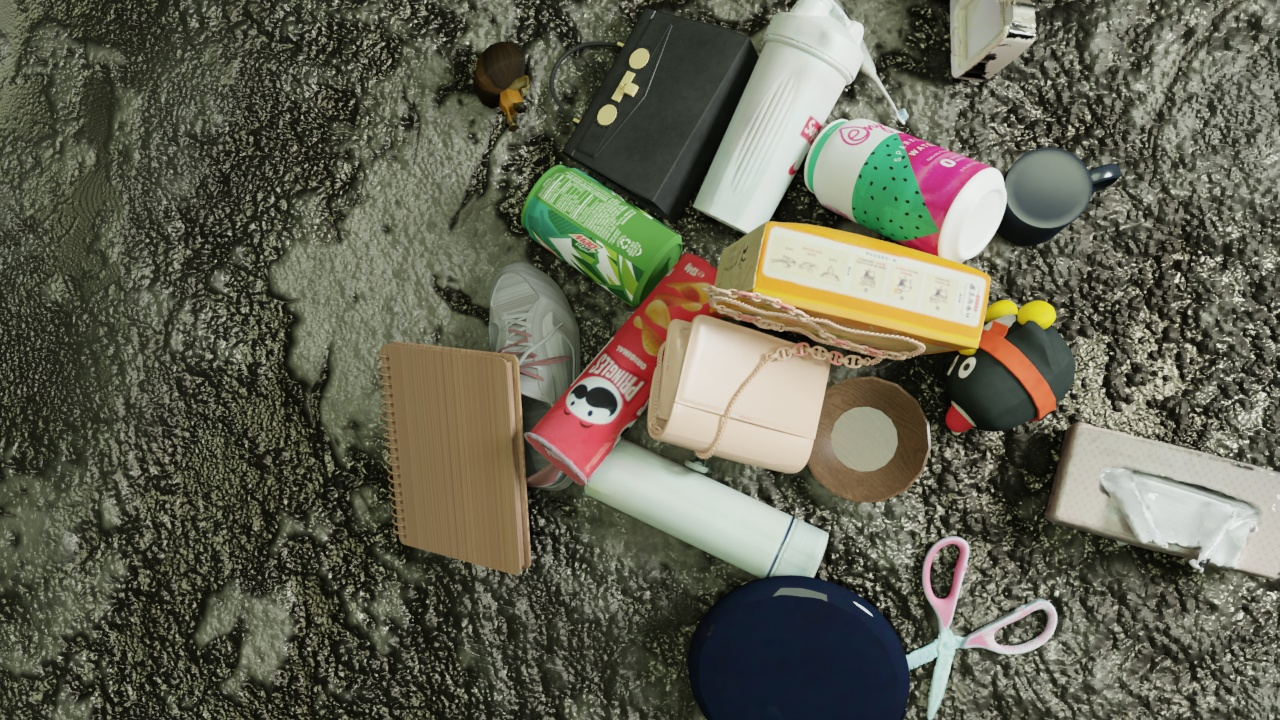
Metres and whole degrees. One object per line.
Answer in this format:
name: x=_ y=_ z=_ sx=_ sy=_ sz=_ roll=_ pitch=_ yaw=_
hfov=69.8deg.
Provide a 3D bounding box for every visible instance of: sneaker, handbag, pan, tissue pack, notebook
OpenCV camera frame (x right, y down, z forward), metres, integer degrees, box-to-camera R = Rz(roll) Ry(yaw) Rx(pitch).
sneaker: x=-0.111 y=0.013 z=0.899 sx=0.099 sy=0.089 sz=0.236 roll=-12 pitch=84 yaw=10
handbag: x=0.103 y=0.027 z=0.767 sx=0.198 sy=0.187 sz=0.116 roll=17 pitch=79 yaw=-26
handbag: x=-0.009 y=-0.265 z=0.922 sx=0.196 sy=0.072 sz=0.176 roll=31 pitch=93 yaw=22
pan: x=0.213 y=0.321 z=0.829 sx=0.356 sy=0.021 sz=0.199 roll=25 pitch=109 yaw=4
tissue pack: x=0.454 y=0.123 z=0.785 sx=0.181 sy=0.071 sz=0.103 roll=16 pitch=82 yaw=13
notebook: x=-0.184 y=0.091 z=0.888 sx=0.169 sy=0.022 sz=0.210 roll=6 pitch=106 yaw=31

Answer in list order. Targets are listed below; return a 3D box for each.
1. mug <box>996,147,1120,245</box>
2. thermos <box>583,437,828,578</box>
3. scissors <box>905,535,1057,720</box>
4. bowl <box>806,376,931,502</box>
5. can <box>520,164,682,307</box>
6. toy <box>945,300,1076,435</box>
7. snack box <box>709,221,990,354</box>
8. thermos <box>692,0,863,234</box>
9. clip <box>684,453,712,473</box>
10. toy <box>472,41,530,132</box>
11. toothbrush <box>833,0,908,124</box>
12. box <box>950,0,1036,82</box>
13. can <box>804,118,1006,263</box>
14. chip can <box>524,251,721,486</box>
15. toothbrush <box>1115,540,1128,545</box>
mug: x=0.372 y=-0.150 z=0.821 sx=0.105 sy=0.077 sz=0.071 roll=-17 pitch=83 yaw=9
thermos: x=0.061 y=0.145 z=0.869 sx=0.230 sy=0.068 sz=0.068 roll=24 pitch=91 yaw=11
scissors: x=0.303 y=0.253 z=0.841 sx=0.159 sy=0.014 sz=0.172 roll=13 pitch=88 yaw=12
bowl: x=0.211 y=0.074 z=0.862 sx=0.118 sy=0.030 sz=0.118 roll=-1 pitch=86 yaw=11
can: x=-0.038 y=-0.123 z=0.897 sx=0.144 sy=0.083 sz=0.083 roll=35 pitch=93 yaw=11
toy: x=0.319 y=0.015 z=0.811 sx=0.119 sy=0.097 sz=0.099 roll=-40 pitch=98 yaw=-2
snack box: x=0.174 y=-0.064 z=0.794 sx=0.195 sy=0.145 sz=0.080 roll=12 pitch=86 yaw=-8
thermos: x=0.131 y=-0.229 z=0.870 sx=0.099 sy=0.099 sz=0.220 roll=29 pitch=99 yaw=12
clip: x=0.059 y=0.092 z=0.868 sx=0.023 sy=0.076 sz=0.047 roll=20 pitch=89 yaw=12
toy: x=-0.137 y=-0.276 z=0.940 sx=0.076 sy=0.062 sz=0.100 roll=-40 pitch=60 yaw=42
toothbrush: x=0.209 y=-0.306 z=0.892 sx=0.024 sy=0.022 sz=0.185 roll=-32 pitch=79 yaw=24
box: x=0.292 y=-0.345 z=0.779 sx=0.101 sy=0.194 sz=0.143 roll=3 pitch=81 yaw=-10
can: x=0.233 y=-0.154 z=0.818 sx=0.166 sy=0.088 sz=0.088 roll=36 pitch=94 yaw=37
chip can: x=-0.005 y=0.005 z=0.856 sx=0.073 sy=0.073 sz=0.232 roll=37 pitch=75 yaw=11
toothbrush: x=0.515 y=0.135 z=0.807 sx=0.187 sy=0.012 sz=0.017 roll=-18 pitch=86 yaw=10
